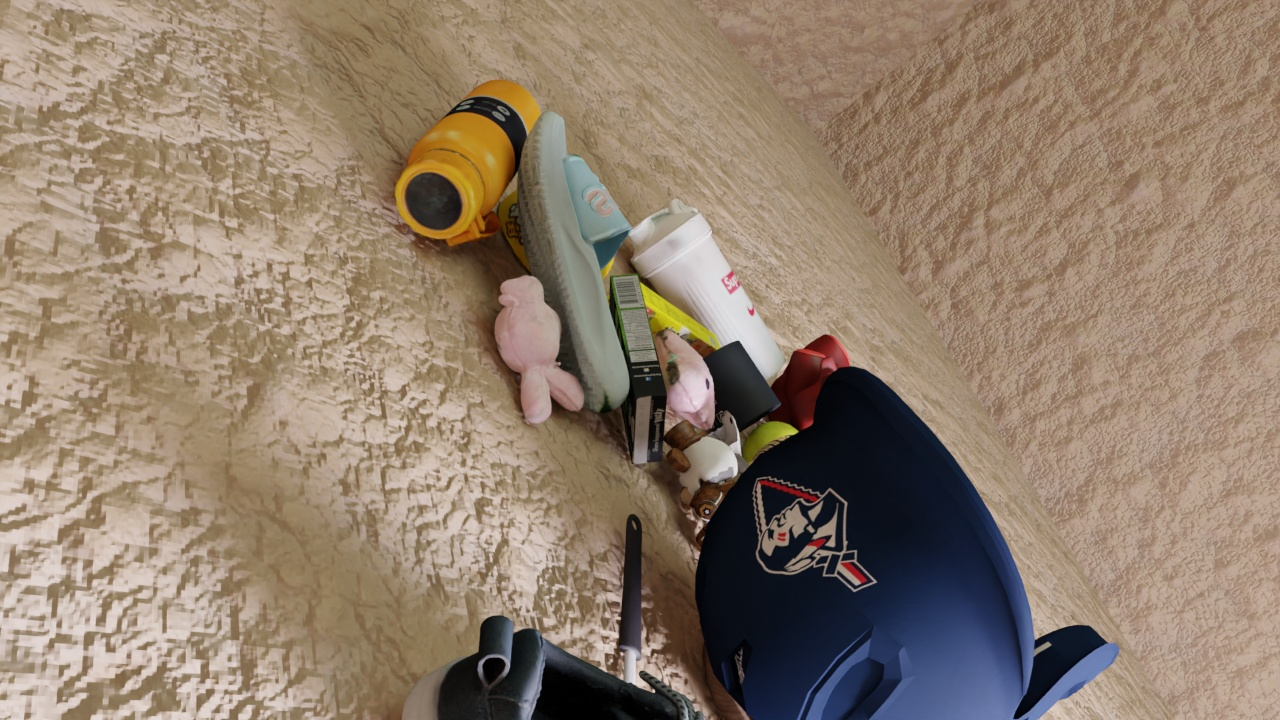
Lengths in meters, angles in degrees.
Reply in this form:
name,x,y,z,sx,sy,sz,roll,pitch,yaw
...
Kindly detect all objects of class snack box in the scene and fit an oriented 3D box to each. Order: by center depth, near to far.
name,x,y,z,sx,sy,sz,roll,pitch,yaw
snack box,-0.005,0.005,0.777,0.147,0.025,0.080,-102,-169,-45
snack box,0.025,-0.033,0.935,0.148,0.040,0.029,31,31,-44

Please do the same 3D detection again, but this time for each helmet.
name,x,y,z,sx,sy,sz,roll,pitch,yaw
helmet,0.144,0.134,0.580,0.232,0.222,0.273,-122,-156,-48

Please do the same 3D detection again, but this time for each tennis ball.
name,x,y,z,sx,sy,sz,roll,pitch,yaw
tennis ball,0.137,0.095,0.937,0.065,0.065,0.065,43,25,-25

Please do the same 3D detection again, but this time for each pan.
name,x,y,z,sx,sy,sz,roll,pitch,yaw
pan,-0.009,0.217,0.527,0.198,0.021,0.355,43,25,-25

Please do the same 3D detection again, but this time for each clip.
name,x,y,z,sx,sy,sz,roll,pitch,yaw
clip,0.073,0.079,0.844,0.101,0.040,0.054,41,-25,62

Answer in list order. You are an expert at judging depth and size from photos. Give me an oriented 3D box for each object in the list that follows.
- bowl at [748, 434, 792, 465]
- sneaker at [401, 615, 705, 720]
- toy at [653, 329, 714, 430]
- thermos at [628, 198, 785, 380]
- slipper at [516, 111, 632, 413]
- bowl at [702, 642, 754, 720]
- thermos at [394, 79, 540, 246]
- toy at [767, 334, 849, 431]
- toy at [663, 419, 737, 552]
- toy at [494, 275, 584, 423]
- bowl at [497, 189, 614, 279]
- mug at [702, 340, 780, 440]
name,x,y,z,sx,sy,sz,roll,pitch,yaw
bowl,0.127,0.119,0.846,0.061,0.113,0.112,16,35,-16
sneaker,-0.002,0.195,0.427,0.235,0.087,0.089,42,25,-26
toy,0.044,0.025,0.874,0.096,0.053,0.099,58,9,-29
thermos,0.073,-0.071,1.023,0.220,0.099,0.099,55,22,-7
slipper,-0.045,-0.079,0.740,0.074,0.104,0.245,-12,79,-20
bowl,0.080,0.236,0.665,0.118,0.030,0.117,42,25,-25
thermos,-0.133,-0.166,0.763,0.091,0.076,0.232,39,25,-16
toy,0.209,0.065,1.012,0.197,0.120,0.158,-94,175,-78
toy,0.059,0.106,0.779,0.112,0.067,0.087,51,20,19
toy,-0.080,-0.008,0.685,0.063,0.047,0.110,-6,74,-63
bowl,-0.066,-0.121,0.845,0.117,0.068,0.117,43,25,-25
mug,0.092,0.034,0.947,0.077,0.071,0.105,58,-4,10
